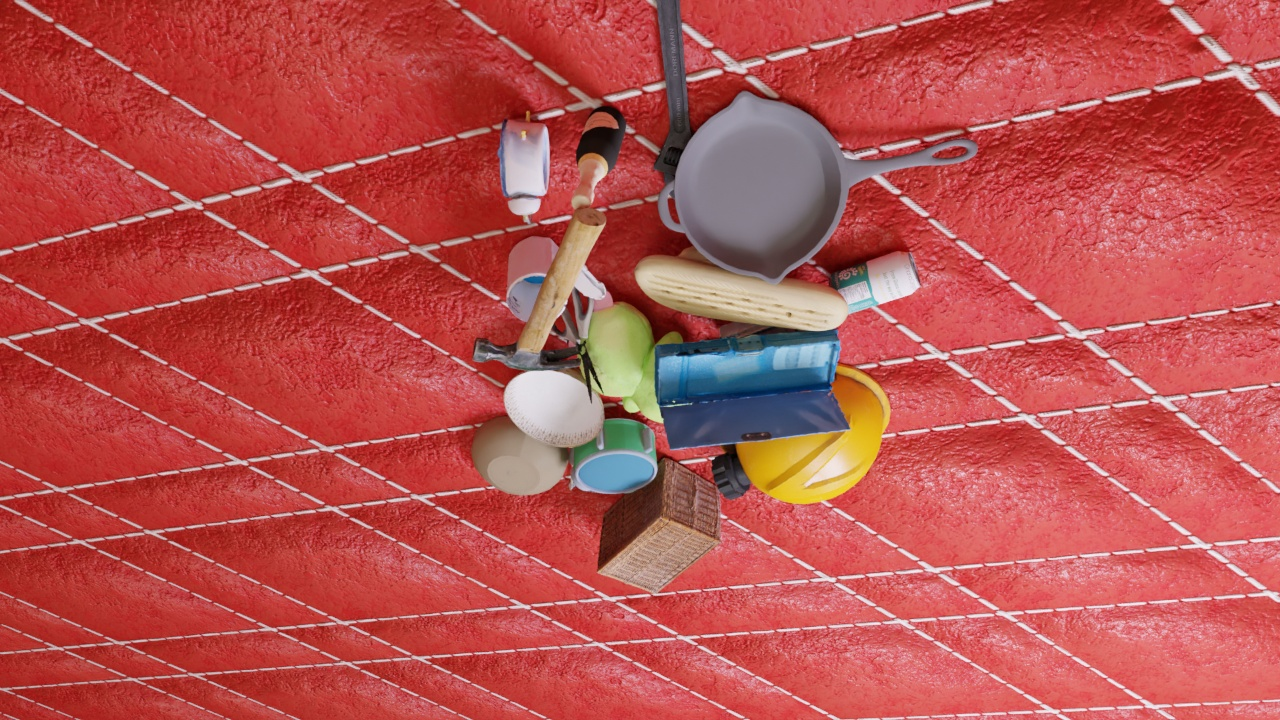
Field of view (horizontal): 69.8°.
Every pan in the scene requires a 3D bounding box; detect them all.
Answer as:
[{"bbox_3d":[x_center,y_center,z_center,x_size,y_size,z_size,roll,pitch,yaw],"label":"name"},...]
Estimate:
[{"bbox_3d":[0.196,-0.206,1.034,0.355,0.024,0.216,-10,105,7],"label":"pan"}]

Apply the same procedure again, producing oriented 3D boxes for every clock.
[{"bbox_3d":[-0.043,0.150,1.362,0.122,0.075,0.162,5,142,-14],"label":"clock"},{"bbox_3d":[-0.134,-0.219,1.061,0.052,0.088,0.126,1,129,0],"label":"clock"}]

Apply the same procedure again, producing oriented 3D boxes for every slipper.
[{"bbox_3d":[0.126,-0.098,1.126,0.261,0.079,0.111,12,154,10],"label":"slipper"}]

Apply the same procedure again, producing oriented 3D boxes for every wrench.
[{"bbox_3d":[0.041,-0.298,1.013,0.073,0.018,0.274,-1,128,9],"label":"wrench"}]

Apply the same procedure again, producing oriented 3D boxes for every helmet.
[{"bbox_3d":[0.222,0.126,1.265,0.256,0.131,0.205,-25,121,25],"label":"helmet"}]

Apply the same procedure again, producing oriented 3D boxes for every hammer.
[{"bbox_3d":[-0.100,-0.069,1.045,0.132,0.033,0.331,11,151,-15],"label":"hammer"}]

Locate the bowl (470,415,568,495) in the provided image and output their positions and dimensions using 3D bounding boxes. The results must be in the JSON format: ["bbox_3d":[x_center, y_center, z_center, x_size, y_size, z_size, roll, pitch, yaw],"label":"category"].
[{"bbox_3d":[-0.189,0.157,1.407,0.152,0.050,0.153,5,130,5],"label":"bowl"}]

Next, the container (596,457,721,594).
[{"bbox_3d":[0.029,0.261,1.419,0.112,0.113,0.199,28,130,-20],"label":"container"}]

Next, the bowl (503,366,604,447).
[{"bbox_3d":[-0.114,0.049,1.292,0.145,0.063,0.145,8,131,10],"label":"bowl"}]

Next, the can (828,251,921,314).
[{"bbox_3d":[0.285,-0.095,1.118,0.102,0.054,0.055,-18,125,22],"label":"can"}]

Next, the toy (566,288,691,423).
[{"bbox_3d":[-0.007,0.007,1.217,0.197,0.107,0.151,25,135,-10],"label":"toy"}]

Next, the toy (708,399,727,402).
[{"bbox_3d":[0.115,0.052,1.250,0.096,0.099,0.053,-29,98,17],"label":"toy"}]

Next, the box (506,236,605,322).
[{"bbox_3d":[-0.104,-0.104,1.120,0.136,0.146,0.084,-27,124,16],"label":"box"}]

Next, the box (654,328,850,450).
[{"bbox_3d":[0.138,0.035,1.119,0.231,0.112,0.094,-5,131,-7],"label":"box"}]

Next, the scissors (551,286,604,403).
[{"bbox_3d":[-0.082,-0.025,1.188,0.012,0.165,0.150,2,-174,-43],"label":"scissors"}]

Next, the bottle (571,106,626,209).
[{"bbox_3d":[-0.049,-0.214,0.986,0.045,0.184,0.045,4,130,5],"label":"bottle"}]

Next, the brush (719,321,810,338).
[{"bbox_3d":[0.177,-0.033,1.186,0.136,0.055,0.075,-20,130,22],"label":"brush"}]

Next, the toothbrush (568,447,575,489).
[{"bbox_3d":[-0.097,0.137,1.395,0.022,0.024,0.186,36,136,26],"label":"toothbrush"}]
